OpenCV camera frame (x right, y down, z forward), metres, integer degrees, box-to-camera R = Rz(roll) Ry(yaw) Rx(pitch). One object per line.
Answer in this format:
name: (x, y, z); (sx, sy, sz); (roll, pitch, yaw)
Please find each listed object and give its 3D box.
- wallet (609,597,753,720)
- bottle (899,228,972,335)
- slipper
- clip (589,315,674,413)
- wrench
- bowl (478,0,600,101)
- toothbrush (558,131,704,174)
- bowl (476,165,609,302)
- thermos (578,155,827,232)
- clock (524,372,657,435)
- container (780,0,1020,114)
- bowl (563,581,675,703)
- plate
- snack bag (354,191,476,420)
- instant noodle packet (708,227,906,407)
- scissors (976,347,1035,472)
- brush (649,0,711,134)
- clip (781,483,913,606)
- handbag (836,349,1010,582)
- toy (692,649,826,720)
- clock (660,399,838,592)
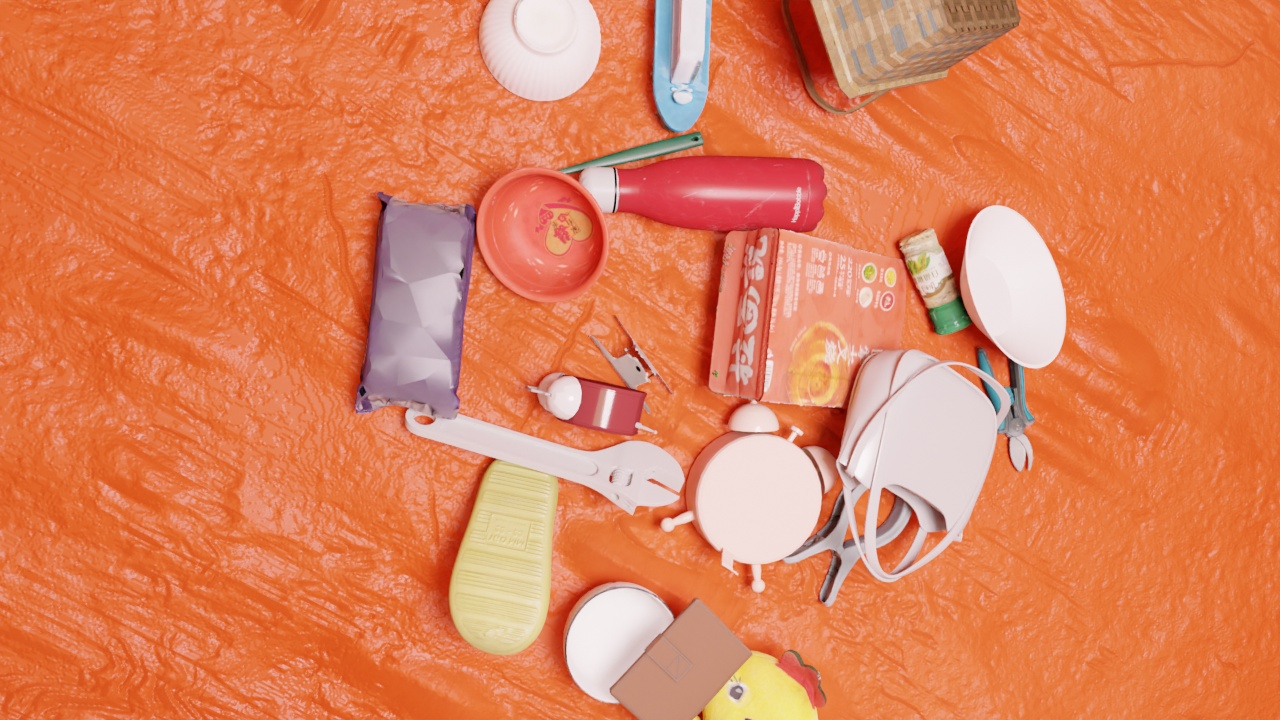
wallet: (0.040, 0.297, 0.877); (0.121, 0.013, 0.087); (-45, 104, -7)
bottle: (0.311, -0.083, 0.966); (0.043, 0.043, 0.111); (-27, 97, -10)
slipper: (-0.127, 0.183, 0.873); (0.091, 0.082, 0.190); (10, 64, -6)
clip: (-0.007, 0.006, 0.906); (0.058, 0.053, 0.102); (-33, 100, 28)
wrench: (-0.090, 0.085, 0.887); (0.273, 0.086, 0.018); (18, 127, -3)
bowl: (-0.091, -0.311, 0.864); (0.118, 0.062, 0.118); (0, 92, -12)
toothbrush: (-0.027, -0.197, 0.907); (0.189, 0.017, 0.016); (-16, 88, -12)
bowl: (-0.086, -0.123, 0.864); (0.130, 0.045, 0.131); (7, 116, 14)
thermos: (0.058, -0.164, 0.896); (0.239, 0.073, 0.073); (0, 92, -9)
clock: (-0.049, 0.040, 0.876); (0.124, 0.087, 0.044); (12, 90, -15)
container: (0.227, -0.334, 0.880); (0.249, 0.187, 0.157); (-27, 99, -48)
bowl: (-0.023, 0.270, 0.901); (0.113, 0.063, 0.113); (-1, 93, -13)
plate: (0.380, -0.074, 0.963); (0.173, 0.036, 0.173); (11, 72, -34)
snack bag: (-0.208, -0.049, 0.853); (0.096, 0.058, 0.205); (5, 90, -12)
instant noodle packet: (0.188, -0.036, 0.919); (0.220, 0.084, 0.164); (5, 91, -31)
scissors: (0.400, 0.046, 1.002); (0.149, 0.019, 0.131); (29, 89, -13)
brush: (0.041, -0.290, 0.886); (0.055, 0.075, 0.136); (2, 91, -11)
clip: (0.236, 0.189, 0.969); (0.163, 0.028, 0.106); (-41, 99, -7)
handbag: (0.282, 0.117, 0.916); (0.215, 0.096, 0.222); (29, 72, -28)
toy: (0.094, 0.371, 0.918); (0.207, 0.092, 0.134); (-36, 76, 0)
clock: (0.118, 0.135, 0.919); (0.131, 0.086, 0.160); (36, 79, -11)
